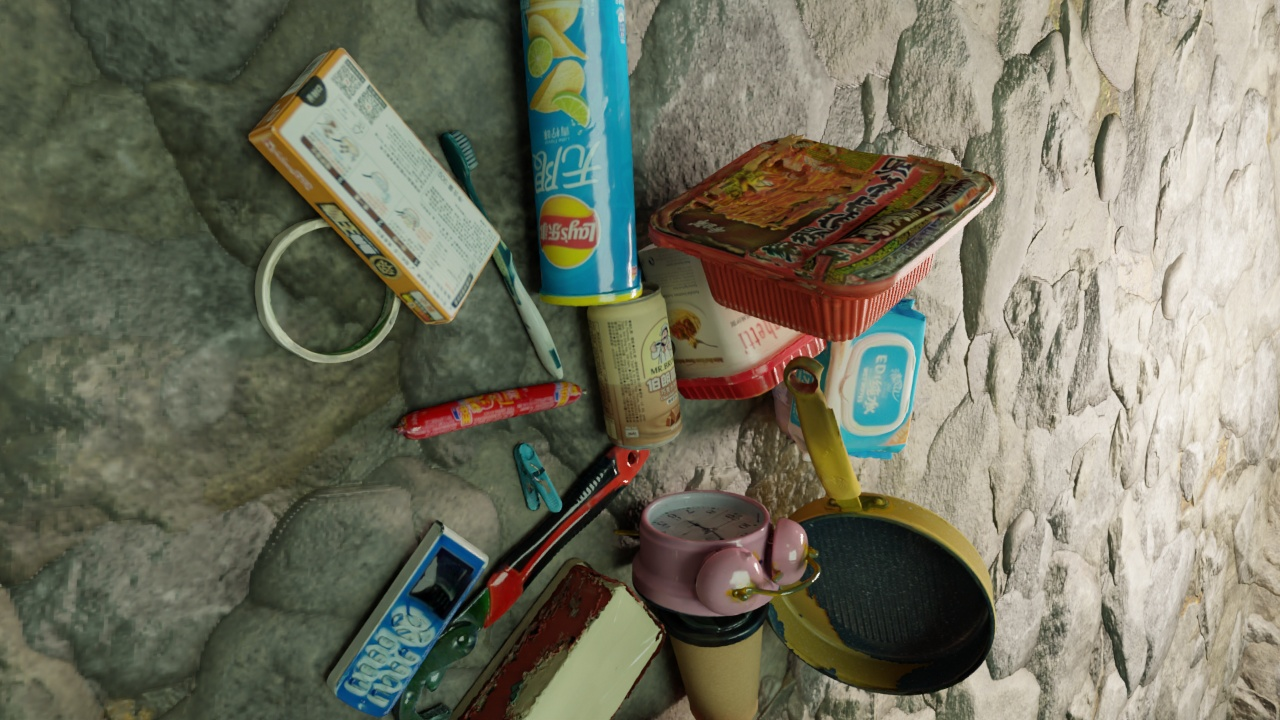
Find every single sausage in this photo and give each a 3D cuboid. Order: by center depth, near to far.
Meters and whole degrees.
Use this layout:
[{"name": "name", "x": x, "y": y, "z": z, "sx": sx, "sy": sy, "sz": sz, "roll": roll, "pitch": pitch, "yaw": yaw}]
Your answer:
[{"name": "sausage", "x": -0.099, "y": 0.032, "z": 0.631, "sx": 0.155, "sy": 0.020, "sz": 0.020, "roll": -12, "pitch": 106, "yaw": -40}]

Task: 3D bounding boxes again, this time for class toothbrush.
[{"name": "toothbrush", "x": -0.089, "y": -0.067, "z": 0.623, "sx": 0.018, "sy": 0.016, "sz": 0.192, "roll": -47, "pitch": 126, "yaw": -38}]

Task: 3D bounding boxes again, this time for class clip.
[{"name": "clip", "x": -0.076, "y": 0.085, "z": 0.660, "sx": 0.013, "sy": 0.033, "sz": 0.054, "roll": -28, "pitch": 103, "yaw": -38}]

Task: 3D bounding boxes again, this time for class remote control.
[{"name": "remote control", "x": -0.153, "y": 0.170, "z": 0.607, "sx": 0.124, "sy": 0.024, "sz": 0.049, "roll": -56, "pitch": 129, "yaw": -17}]

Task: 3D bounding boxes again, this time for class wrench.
[{"name": "wrench", "x": -0.081, "y": 0.153, "z": 0.673, "sx": 0.272, "sy": 0.016, "sz": 0.056, "roll": -49, "pitch": 127, "yaw": -24}]

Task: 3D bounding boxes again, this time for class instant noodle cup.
[{"name": "instant noodle cup", "x": 0.116, "y": -0.082, "z": 0.609, "sx": 0.164, "sy": 0.189, "sz": 0.079, "roll": -36, "pitch": 132, "yaw": -32}, {"name": "instant noodle cup", "x": 0.066, "y": -0.046, "z": 0.709, "sx": 0.116, "sy": 0.117, "sz": 0.124, "roll": -32, "pitch": 106, "yaw": -33}]

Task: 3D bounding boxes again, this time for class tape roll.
[{"name": "tape roll", "x": -0.183, "y": -0.041, "z": 0.543, "sx": 0.085, "sy": 0.014, "sz": 0.086, "roll": -10, "pitch": 105, "yaw": -41}]

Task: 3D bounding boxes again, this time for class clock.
[{"name": "clock", "x": 0.064, "y": 0.150, "z": 0.708, "sx": 0.117, "sy": 0.159, "sz": 0.060, "roll": -14, "pitch": 110, "yaw": -41}]

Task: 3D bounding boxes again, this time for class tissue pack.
[{"name": "tissue pack", "x": 0.180, "y": 0.016, "z": 0.757, "sx": 0.090, "sy": 0.063, "sz": 0.140, "roll": 0, "pitch": 105, "yaw": -21}]

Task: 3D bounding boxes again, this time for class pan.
[{"name": "pan", "x": 0.171, "y": 0.139, "z": 0.738, "sx": 0.078, "sy": 0.198, "sz": 0.358, "roll": -52, "pitch": 131, "yaw": -53}]

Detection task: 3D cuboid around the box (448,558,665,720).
[{"name": "box", "x": -0.057, "y": 0.241, "z": 0.674, "sx": 0.168, "sy": 0.076, "sz": 0.091, "roll": -52, "pitch": 129, "yaw": -22}]

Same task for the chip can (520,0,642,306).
[{"name": "chip can", "x": -0.039, "y": -0.145, "z": 0.612, "sx": 0.071, "sy": 0.071, "sz": 0.210, "roll": -15, "pitch": 108, "yaw": -39}]

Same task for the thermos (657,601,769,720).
[{"name": "thermos", "x": 0.066, "y": 0.242, "z": 0.782, "sx": 0.092, "sy": 0.093, "sz": 0.143, "roll": -30, "pitch": 126, "yaw": -34}]

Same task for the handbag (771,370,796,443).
[{"name": "handbag", "x": 0.168, "y": -0.037, "z": 0.821, "sx": 0.134, "sy": 0.076, "sz": 0.194, "roll": -22, "pitch": 112, "yaw": -32}]

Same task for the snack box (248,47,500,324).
[{"name": "snack box", "x": -0.149, "y": -0.098, "z": 0.541, "sx": 0.154, "sy": 0.026, "sz": 0.075, "roll": 52, "pitch": 47, "yaw": -36}]

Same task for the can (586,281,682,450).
[{"name": "can", "x": -0.004, "y": 0.004, "z": 0.683, "sx": 0.058, "sy": 0.059, "sz": 0.116, "roll": -24, "pitch": 114, "yaw": -37}]
